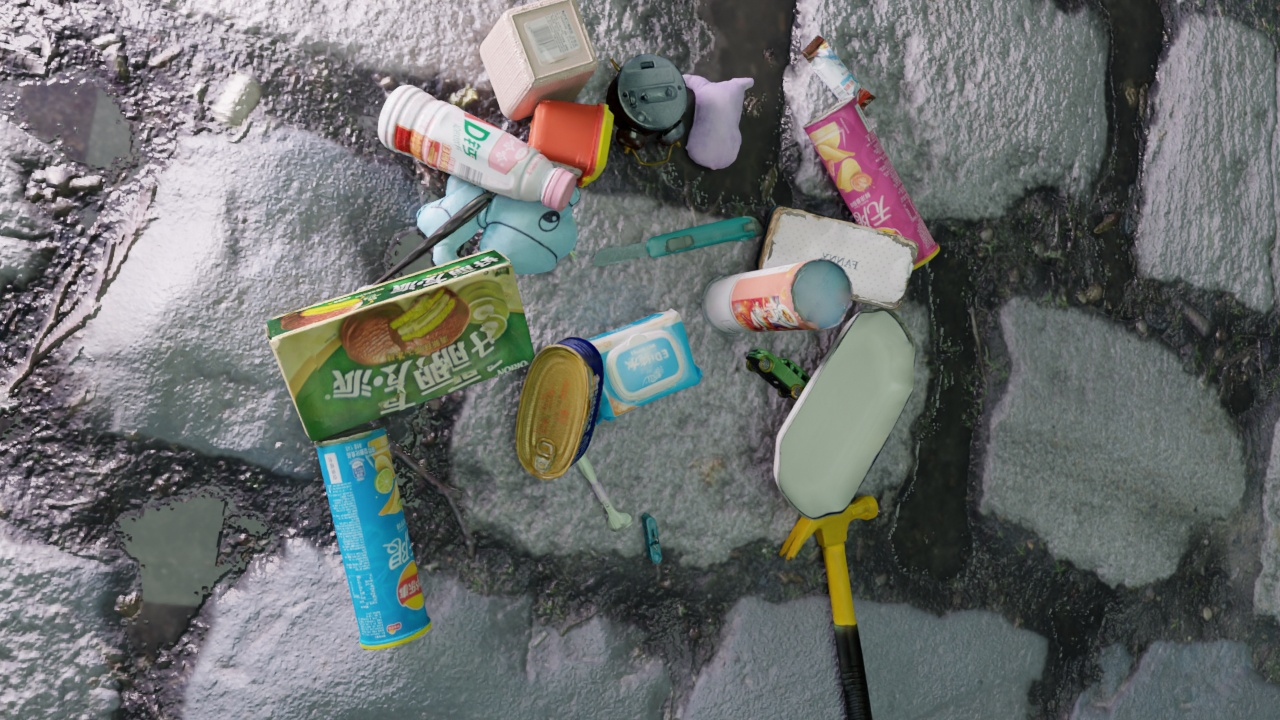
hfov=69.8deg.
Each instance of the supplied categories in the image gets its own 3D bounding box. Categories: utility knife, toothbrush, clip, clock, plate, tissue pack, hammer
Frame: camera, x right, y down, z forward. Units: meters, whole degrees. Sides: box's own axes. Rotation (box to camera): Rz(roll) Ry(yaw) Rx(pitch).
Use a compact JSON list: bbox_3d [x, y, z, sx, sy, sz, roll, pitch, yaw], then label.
[{"bbox_3d":[0.046,-0.134,1.044,0.215,0.013,0.029,-15,95,-18],"label":"utility knife"},{"bbox_3d":[-0.222,-0.113,0.929,0.181,0.018,0.015,-38,91,-1],"label":"toothbrush"},{"bbox_3d":[0.013,0.200,1.032,0.014,0.042,0.056,-12,95,-16],"label":"clip"},{"bbox_3d":[0.007,-0.276,1.008,0.082,0.055,0.122,-13,95,-19],"label":"clock"},{"bbox_3d":[-0.066,0.105,1.007,0.029,0.020,0.189,-27,99,16],"label":"toothbrush"},{"bbox_3d":[0.235,0.059,1.074,0.162,0.034,0.265,44,72,-35],"label":"plate"},{"bbox_3d":[-0.006,0.006,1.001,0.140,0.063,0.090,-21,97,-18],"label":"tissue pack"},{"bbox_3d":[0.246,0.317,1.106,0.128,0.033,0.301,-11,94,-18],"label":"hammer"}]

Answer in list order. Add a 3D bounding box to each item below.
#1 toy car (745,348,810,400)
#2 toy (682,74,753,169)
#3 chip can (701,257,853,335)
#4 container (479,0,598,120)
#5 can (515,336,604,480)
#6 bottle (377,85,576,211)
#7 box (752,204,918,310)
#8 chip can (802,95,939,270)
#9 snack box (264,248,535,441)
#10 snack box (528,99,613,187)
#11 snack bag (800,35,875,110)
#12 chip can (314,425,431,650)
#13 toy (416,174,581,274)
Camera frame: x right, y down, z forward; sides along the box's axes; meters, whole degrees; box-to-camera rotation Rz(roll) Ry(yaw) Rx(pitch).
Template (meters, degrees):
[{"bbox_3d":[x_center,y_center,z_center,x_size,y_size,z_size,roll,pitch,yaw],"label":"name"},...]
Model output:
[{"bbox_3d":[0.163,0.016,1.070,0.091,0.043,0.036,35,81,-18],"label":"toy car"},{"bbox_3d":[0.083,-0.271,1.043,0.084,0.039,0.108,5,92,-1],"label":"toy"},{"bbox_3d":[0.138,-0.065,0.969,0.071,0.215,0.071,0,90,-19],"label":"chip can"},{"bbox_3d":[-0.102,-0.312,0.941,0.089,0.111,0.090,-22,97,-18],"label":"container"},{"bbox_3d":[-0.084,0.049,0.954,0.075,0.049,0.148,18,109,15],"label":"can"},{"bbox_3d":[-0.159,-0.207,0.914,0.197,0.068,0.068,24,82,4],"label":"bottle"},{"bbox_3d":[0.216,-0.119,1.048,0.184,0.061,0.090,17,102,1],"label":"box"},{"bbox_3d":[0.274,-0.205,1.091,0.071,0.071,0.210,-35,100,-15],"label":"chip can"},{"bbox_3d":[-0.231,-0.019,0.908,0.239,0.063,0.114,-20,119,-18],"label":"snack box"},{"bbox_3d":[-0.077,-0.229,0.964,0.080,0.091,0.082,9,87,-12],"label":"snack box"},{"bbox_3d":[0.236,-0.341,1.100,0.104,0.026,0.048,48,64,-14],"label":"snack bag"},{"bbox_3d":[-0.265,0.174,0.912,0.071,0.071,0.210,-13,94,-18],"label":"chip can"},{"bbox_3d":[-0.139,-0.141,0.964,0.156,0.050,0.161,42,86,-14],"label":"toy"}]
